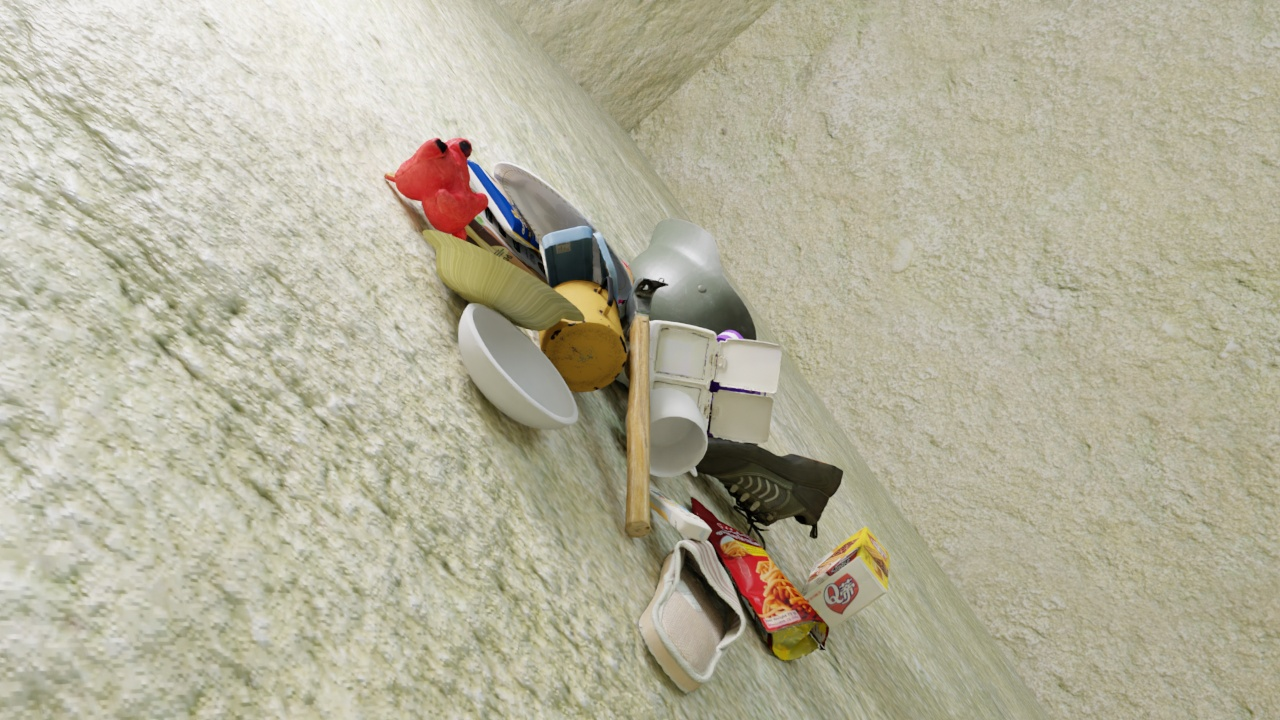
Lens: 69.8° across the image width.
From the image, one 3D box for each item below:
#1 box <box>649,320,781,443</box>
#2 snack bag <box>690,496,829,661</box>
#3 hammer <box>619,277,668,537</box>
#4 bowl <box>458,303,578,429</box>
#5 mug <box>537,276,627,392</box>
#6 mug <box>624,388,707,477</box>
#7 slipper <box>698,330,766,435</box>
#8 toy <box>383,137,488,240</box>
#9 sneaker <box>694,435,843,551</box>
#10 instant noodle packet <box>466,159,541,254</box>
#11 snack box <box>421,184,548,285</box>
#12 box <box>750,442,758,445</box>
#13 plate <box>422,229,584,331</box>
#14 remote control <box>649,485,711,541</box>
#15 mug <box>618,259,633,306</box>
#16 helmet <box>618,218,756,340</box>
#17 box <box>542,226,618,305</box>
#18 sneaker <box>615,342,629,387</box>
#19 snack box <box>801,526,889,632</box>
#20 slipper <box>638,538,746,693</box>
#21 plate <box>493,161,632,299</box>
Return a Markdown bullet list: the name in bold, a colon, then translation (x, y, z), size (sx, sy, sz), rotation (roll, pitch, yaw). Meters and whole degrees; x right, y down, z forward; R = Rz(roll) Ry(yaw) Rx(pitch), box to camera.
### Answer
- **box**: translation (0.083, 0.030, 1.163), size (0.187, 0.144, 0.058), rotation (7, -3, -8)
- **snack bag**: translation (0.136, 0.263, 1.111), size (0.139, 0.067, 0.208), rotation (33, 13, -40)
- **hammer**: translation (-0.001, 0.040, 1.011), size (0.033, 0.132, 0.329), rotation (12, 49, -14)
- **bowl**: translation (-0.125, 0.015, 0.874), size (0.149, 0.043, 0.149), rotation (47, 11, -12)
- **mug**: translation (-0.062, -0.035, 1.051), size (0.100, 0.124, 0.094), rotation (23, 27, -23)
- **mug**: translation (0.036, 0.093, 1.101), size (0.115, 0.094, 0.068), rotation (53, 10, -28)
- **slipper**: translation (0.092, 0.060, 1.298), size (0.107, 0.083, 0.267), rotation (53, -22, 12)
- **toy**: translation (-0.226, -0.175, 1.022), size (0.088, 0.094, 0.133), rotation (-4, 83, -62)
- **sneaker**: translation (0.153, 0.187, 1.271), size (0.238, 0.143, 0.101), rotation (15, -1, -11)
- **instant noodle packet**: translation (-0.176, -0.195, 1.160), size (0.134, 0.026, 0.087), rotation (55, 7, 18)
- **snack box**: translation (-0.194, -0.163, 1.149), size (0.186, 0.032, 0.101), rotation (43, 15, -31)
- **box**: translation (0.134, 0.074, 1.442), size (0.071, 0.056, 0.187), rotation (11, -42, 38)
- **plate**: translation (-0.147, -0.069, 0.937), size (0.184, 0.036, 0.184), rotation (26, -8, 4)
- **remote control**: translation (0.032, 0.158, 0.976), size (0.038, 0.018, 0.126), rotation (26, 1, -30)
- **mug**: translation (-0.078, -0.124, 1.361), size (0.118, 0.082, 0.098), rotation (25, 9, 11)
- **helmet**: translation (0.056, -0.079, 1.450), size (0.268, 0.153, 0.227), rotation (38, -27, 32)
- **box**: translation (-0.074, -0.094, 1.154), size (0.209, 0.073, 0.085), rotation (92, -27, -73)
- **sneaker**: translation (-0.008, 0.007, 1.269), size (0.079, 0.087, 0.235), rotation (19, -4, 25)
- **snack box**: translation (0.309, 0.321, 1.363), size (0.061, 0.110, 0.230), rotation (52, 13, 9)
- **slipper**: translation (0.058, 0.232, 0.890), size (0.115, 0.052, 0.262), rotation (53, 13, 3)
- **plate**: translation (-0.097, -0.170, 1.199), size (0.242, 0.016, 0.243), rotation (40, -13, 11)
